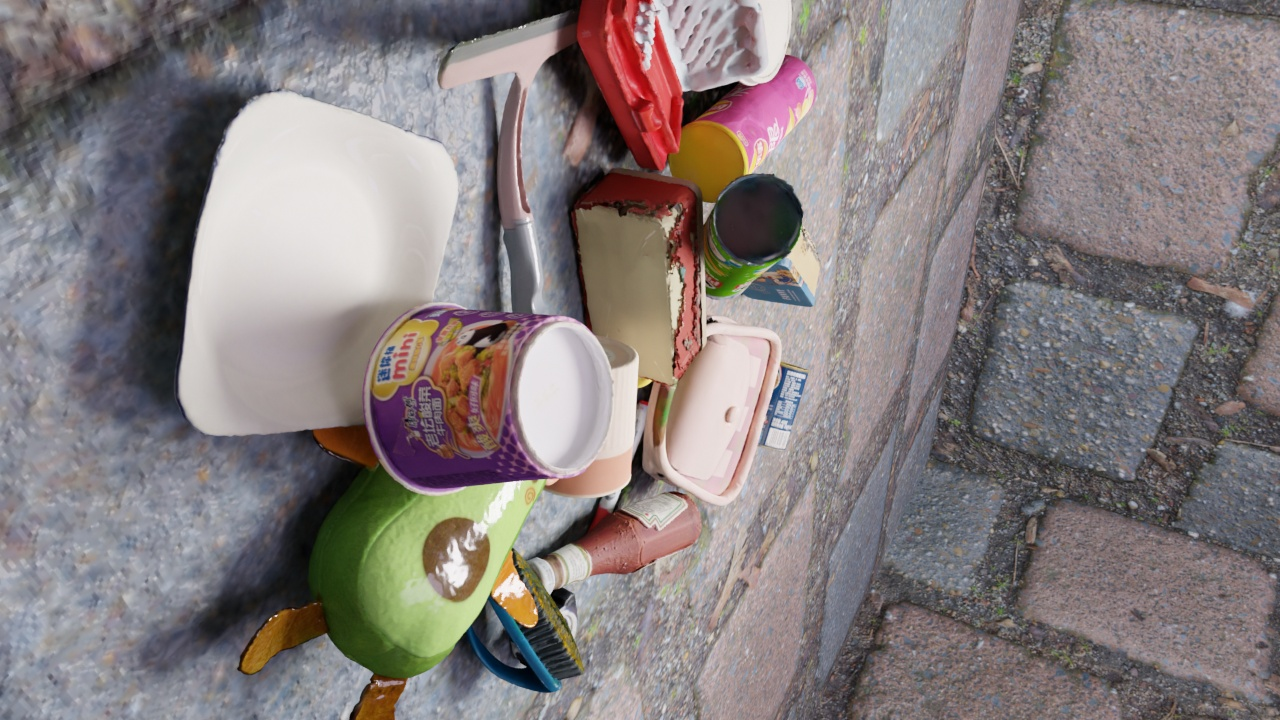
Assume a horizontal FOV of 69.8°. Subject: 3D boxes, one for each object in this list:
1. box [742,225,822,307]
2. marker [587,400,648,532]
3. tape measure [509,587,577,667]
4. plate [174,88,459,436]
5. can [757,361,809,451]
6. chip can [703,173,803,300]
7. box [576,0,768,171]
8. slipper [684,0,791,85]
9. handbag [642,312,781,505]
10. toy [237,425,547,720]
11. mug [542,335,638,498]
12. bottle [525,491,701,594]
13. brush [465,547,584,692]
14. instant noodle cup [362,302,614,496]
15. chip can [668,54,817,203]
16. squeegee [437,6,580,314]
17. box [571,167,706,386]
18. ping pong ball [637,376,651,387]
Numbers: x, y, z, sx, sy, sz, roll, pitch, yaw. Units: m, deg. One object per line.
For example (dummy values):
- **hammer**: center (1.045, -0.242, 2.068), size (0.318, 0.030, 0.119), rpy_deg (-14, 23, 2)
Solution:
- **box**: center (0.143, -0.109, 1.006), size (0.184, 0.090, 0.060), rpy_deg (33, 69, -64)
- **marker**: center (-0.020, 0.108, 0.893), size (0.145, 0.017, 0.017), rpy_deg (-69, 155, -7)
- **tape measure**: center (-0.086, 0.244, 0.825), size (0.065, 0.034, 0.066), rpy_deg (-41, 139, -46)
- **plate**: center (-0.164, -0.045, 0.464), size (0.164, 0.034, 0.163), rpy_deg (1, 105, -65)
- **can**: center (0.165, 0.055, 1.178), size (0.075, 0.075, 0.111), rpy_deg (7, 100, -65)
- **chip can**: center (0.083, -0.101, 0.793), size (0.236, 0.072, 0.072), rpy_deg (131, -22, -87)
- **box**: center (0.033, -0.223, 0.653), size (0.201, 0.098, 0.118), rpy_deg (47, 51, -71)
- **slipper**: center (0.056, -0.309, 0.726), size (0.274, 0.054, 0.114), rpy_deg (23, 84, -61)
- **handbag**: center (0.055, 0.040, 0.907), size (0.234, 0.093, 0.193), rpy_deg (23, 83, -67)
- **toy**: center (-0.131, 0.110, 0.566), size (0.246, 0.090, 0.227), rpy_deg (-61, 138, -31)
- **mug**: center (-0.051, 0.046, 0.706), size (0.114, 0.082, 0.106), rpy_deg (-32, 133, -57)
- **bottle**: center (-0.025, 0.172, 0.847), size (0.205, 0.060, 0.060), rpy_deg (-12, 118, -47)
- **brush**: center (-0.099, 0.216, 0.735), size (0.073, 0.055, 0.144), rpy_deg (-27, 123, -7)
- **instant noodle cup**: center (-0.076, 0.020, 0.497), size (0.111, 0.099, 0.111), rpy_deg (6, 83, -53)
- **chip can**: center (0.099, -0.219, 0.843), size (0.209, 0.071, 0.071), rpy_deg (-51, 148, -47)
- **squeegee**: center (-0.076, -0.099, 0.607), size (0.247, 0.040, 0.250), rpy_deg (-56, 152, -58)
- **box**: center (0.000, -0.059, 0.734), size (0.076, 0.091, 0.169), rpy_deg (-54, 150, -41)
- **ping pong ball**: center (-0.005, 0.005, 0.826), size (0.040, 0.040, 0.040), rpy_deg (-44, 143, -46)
